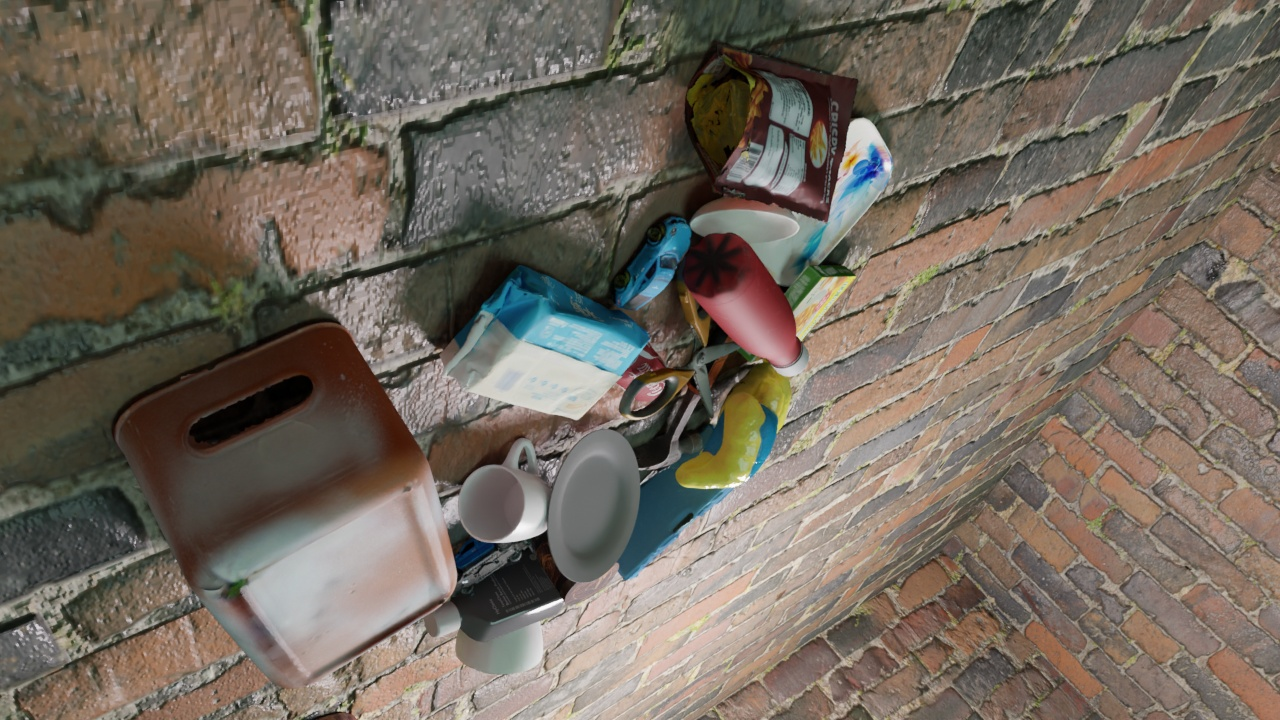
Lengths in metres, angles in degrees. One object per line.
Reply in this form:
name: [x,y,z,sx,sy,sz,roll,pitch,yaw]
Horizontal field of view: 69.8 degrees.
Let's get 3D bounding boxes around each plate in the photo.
plate: [0.192,-0.169,0.993,0.187,0.016,0.186,-50,153,10]
plate: [0.100,-0.139,0.877,0.104,0.026,0.104,3,171,0]
plate: [-0.055,0.168,1.065,0.178,0.012,0.178,-13,106,-55]

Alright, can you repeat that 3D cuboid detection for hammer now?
hammer: [0.068,0.019,1.104,0.137,0.035,0.315,-15,143,-39]

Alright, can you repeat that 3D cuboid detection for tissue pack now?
tissue pack: [-0.086,-0.012,0.834,0.117,0.066,0.209,-47,150,15]

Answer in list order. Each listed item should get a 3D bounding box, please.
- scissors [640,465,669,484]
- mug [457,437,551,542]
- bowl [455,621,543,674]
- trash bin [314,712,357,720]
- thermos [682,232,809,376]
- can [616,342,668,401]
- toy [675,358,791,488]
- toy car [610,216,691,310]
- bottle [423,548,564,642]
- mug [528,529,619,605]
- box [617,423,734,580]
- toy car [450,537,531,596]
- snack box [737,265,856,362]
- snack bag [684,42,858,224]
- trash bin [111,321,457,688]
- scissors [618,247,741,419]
scissors: [-0.035,0.182,1.201,0.146,0.014,0.142,-22,163,-26]
mug: [-0.135,0.141,0.997,0.087,0.081,0.114,27,79,-66]
bowl: [-0.183,0.354,1.205,0.116,0.116,0.066,-4,106,-49]
trash bin: [-0.389,0.584,1.169,0.151,0.210,0.151,-29,150,-19]
thermos: [0.123,-0.046,0.964,0.073,0.073,0.240,-43,143,4]
can: [-0.006,0.006,0.970,0.054,0.054,0.096,-41,152,1]
toy: [0.132,0.079,1.136,0.149,0.084,0.213,-55,174,23]
toy car: [0.013,-0.089,0.879,0.048,0.032,0.105,6,126,-54]
bottle: [-0.186,0.300,1.145,0.173,0.083,0.046,-11,141,-41]
mug: [-0.092,0.247,1.156,0.079,0.107,0.116,-25,149,-27]
box: [0.054,0.204,1.296,0.232,0.094,0.112,-44,155,6]
toy car: [-0.186,0.232,1.085,0.120,0.043,0.056,-35,152,-13]
snack box: [0.193,-0.059,1.117,0.132,0.027,0.167,-52,163,21]
snack bag: [0.129,-0.196,0.803,0.207,0.067,0.139,-3,99,-46]
trash bin: [-0.258,0.124,0.719,0.181,0.157,0.260,-28,149,-23]
scissors: [0.047,-0.004,0.966,0.228,0.016,0.225,-44,138,-33]
